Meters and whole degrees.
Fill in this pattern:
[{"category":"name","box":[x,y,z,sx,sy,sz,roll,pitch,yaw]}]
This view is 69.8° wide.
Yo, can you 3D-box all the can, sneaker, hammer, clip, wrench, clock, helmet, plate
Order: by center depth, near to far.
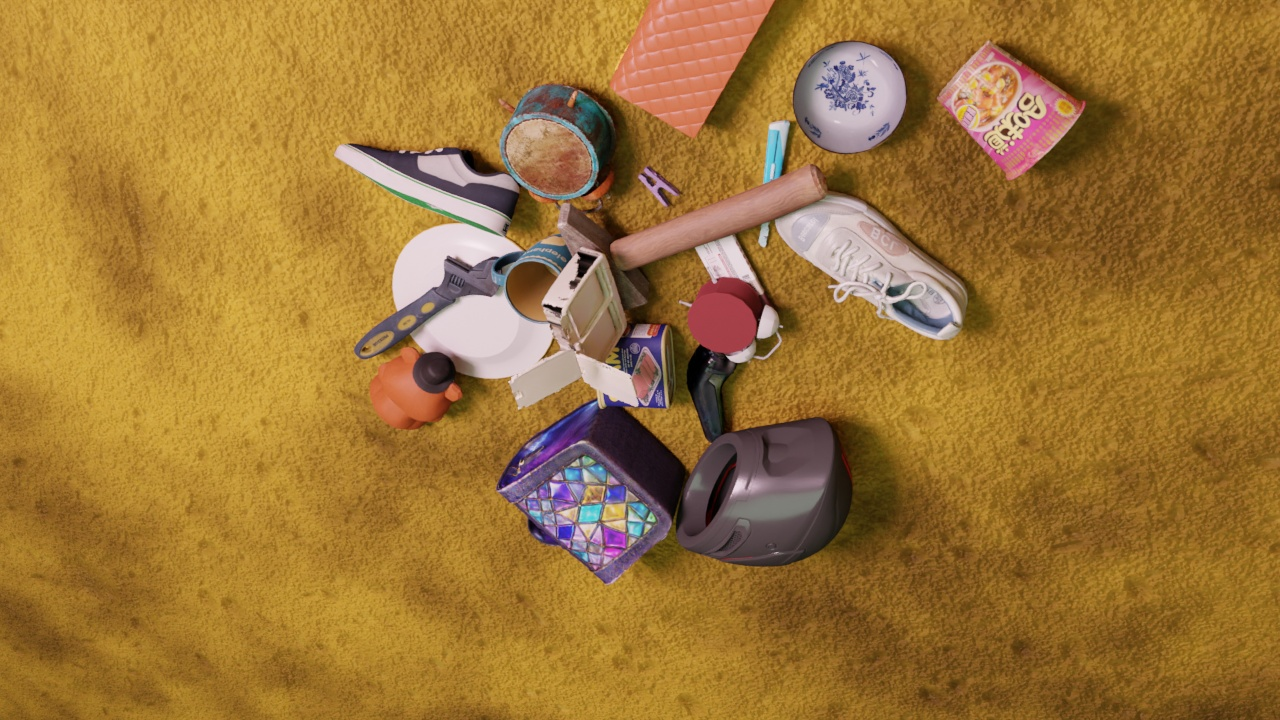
[{"category":"sneaker","box":[0.255,-0.103,1.008,0.242,0.090,0.090,32,125,-4]},{"category":"hammer","box":[0.062,-0.154,1.022,0.302,0.037,0.158,-17,137,27]},{"category":"clock","box":[-0.086,-0.233,1.037,0.121,0.073,0.158,1,137,21]},{"category":"clip","box":[0.020,-0.201,1.061,0.052,0.013,0.035,39,122,-7]},{"category":"clock","box":[0.110,-0.048,1.094,0.124,0.044,0.087,35,128,-5]},{"category":"sneaker","box":[-0.251,-0.225,1.095,0.235,0.084,0.079,22,89,11]},{"category":"helmet","box":[0.171,0.173,1.157,0.170,0.163,0.266,19,135,-14]},{"category":"can","box":[-0.007,0.007,1.170,0.092,0.056,0.116,2,121,13]},{"category":"wrench","box":[-0.280,-0.068,1.194,0.274,0.022,0.073,-30,116,28]},{"category":"plate","box":[-0.223,-0.070,1.204,0.230,0.021,0.230,7,122,11]}]

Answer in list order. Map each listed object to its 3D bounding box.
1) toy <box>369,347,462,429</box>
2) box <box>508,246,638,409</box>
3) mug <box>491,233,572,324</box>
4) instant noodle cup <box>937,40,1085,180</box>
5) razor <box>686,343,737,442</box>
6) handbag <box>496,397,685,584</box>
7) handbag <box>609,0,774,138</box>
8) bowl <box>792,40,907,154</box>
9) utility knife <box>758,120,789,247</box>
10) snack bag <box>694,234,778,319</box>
[{"category":"toy","box":[-0.307,0.040,1.252,0.112,0.096,0.176,46,151,-14]},{"category":"box","box":[-0.051,-0.005,1.020,0.106,0.192,0.143,20,154,25]},{"category":"mug","box":[-0.121,-0.107,1.103,0.112,0.104,0.085,10,123,12]},{"category":"instant noodle cup","box":[0.354,-0.248,0.894,0.108,0.097,0.098,40,123,-1]},{"category":"razor","box":[0.095,0.043,1.172,0.067,0.053,0.152,-10,125,2]},{"category":"handbag","box":[-0.071,0.186,1.257,0.205,0.125,0.223,43,120,-12]},{"category":"handbag","box":[0.052,-0.334,0.939,0.109,0.060,0.172,27,127,-8]},{"category":"bowl","box":[0.215,-0.274,0.941,0.114,0.045,0.114,7,122,11]},{"category":"utility knife","box":[0.148,-0.195,1.027,0.022,0.015,0.152,8,125,10]},{"category":"snack bag","box":[0.105,-0.111,1.091,0.057,0.013,0.158,-20,115,29]}]
